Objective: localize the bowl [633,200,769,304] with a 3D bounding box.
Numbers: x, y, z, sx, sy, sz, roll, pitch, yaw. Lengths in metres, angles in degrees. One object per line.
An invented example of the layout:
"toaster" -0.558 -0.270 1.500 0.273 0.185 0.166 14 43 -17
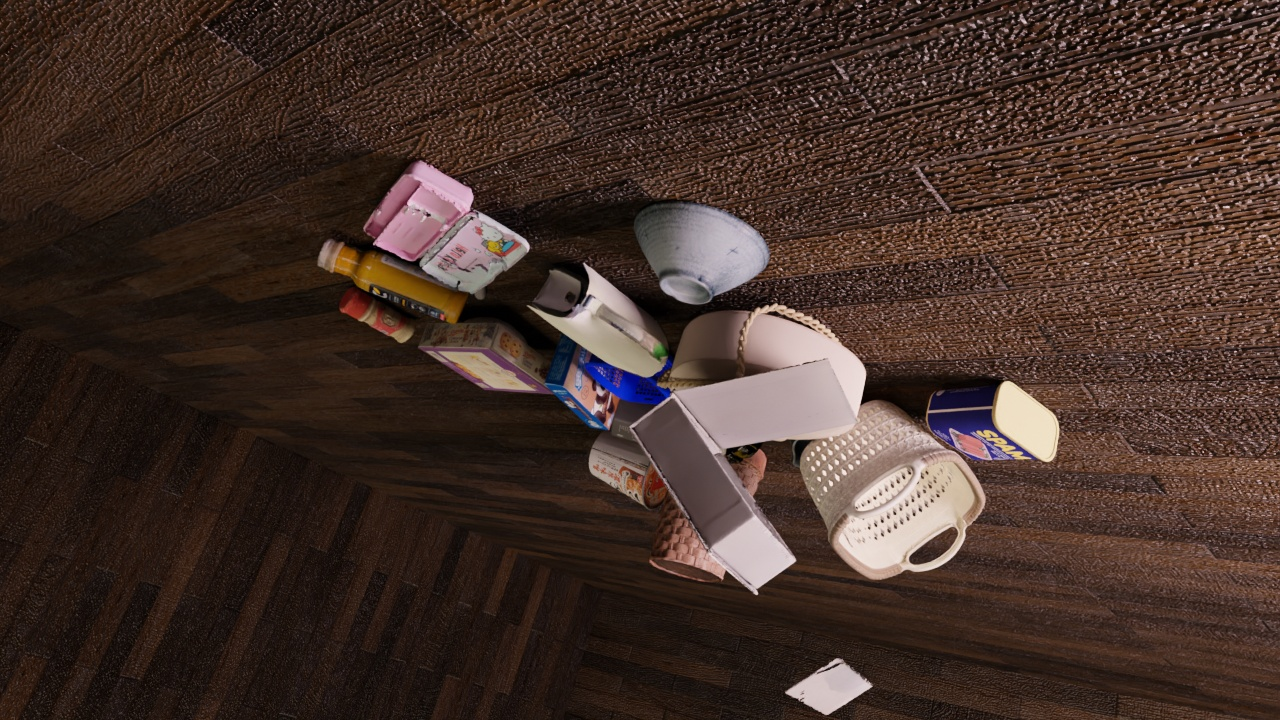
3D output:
"bowl" 0.051 -0.092 0.886 0.137 0.057 0.137 16 160 6

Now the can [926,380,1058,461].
"can" 0.389 0.070 1.020 0.116 0.056 0.092 30 158 -29

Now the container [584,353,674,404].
"container" -0.007 0.007 1.185 0.096 0.058 0.114 4 156 33

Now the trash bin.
"trash bin" 0.104 0.233 1.455 0.151 0.209 0.151 15 159 6

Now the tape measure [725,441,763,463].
"tape measure" 0.151 0.111 1.315 0.034 0.061 0.062 30 139 -25

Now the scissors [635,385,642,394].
"scissors" 0.002 0.070 1.402 0.202 0.015 0.202 5 157 26

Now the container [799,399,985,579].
"container" 0.306 0.160 1.130 0.246 0.185 0.142 43 -167 -50

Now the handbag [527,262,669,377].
"handbag" -0.023 -0.041 1.027 0.151 0.074 0.176 36 172 -35

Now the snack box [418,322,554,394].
"snack box" -0.208 -0.002 1.277 0.148 0.040 0.143 2 155 37

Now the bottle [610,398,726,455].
"bottle" 0.046 0.102 1.366 0.174 0.046 0.084 15 158 2

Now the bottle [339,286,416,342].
"bottle" -0.382 -0.066 1.338 0.109 0.044 0.044 32 156 -34

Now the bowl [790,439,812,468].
"bowl" 0.233 0.087 1.170 0.110 0.055 0.111 -14 142 -11

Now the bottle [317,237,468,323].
"bottle" -0.314 -0.103 1.168 0.186 0.053 0.053 21 160 -9

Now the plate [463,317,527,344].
"plate" -0.202 -0.037 1.282 0.104 0.026 0.104 16 160 6

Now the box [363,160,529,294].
"box" -0.217 -0.141 1.014 0.152 0.038 0.202 27 158 -23

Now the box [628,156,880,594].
"box" 0.160 0.016 0.963 0.174 0.421 0.167 27 168 32

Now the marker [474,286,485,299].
"marker" -0.198 -0.104 1.127 0.022 0.016 0.139 -4 161 -6

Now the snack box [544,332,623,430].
"snack box" -0.072 0.026 1.248 0.034 0.087 0.151 7 157 26

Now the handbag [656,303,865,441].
"handbag" 0.141 0.027 1.048 0.210 0.103 0.209 24 159 -15

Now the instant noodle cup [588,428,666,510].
"instant noodle cup" -0.014 0.174 1.553 0.122 0.123 0.123 18 162 28
